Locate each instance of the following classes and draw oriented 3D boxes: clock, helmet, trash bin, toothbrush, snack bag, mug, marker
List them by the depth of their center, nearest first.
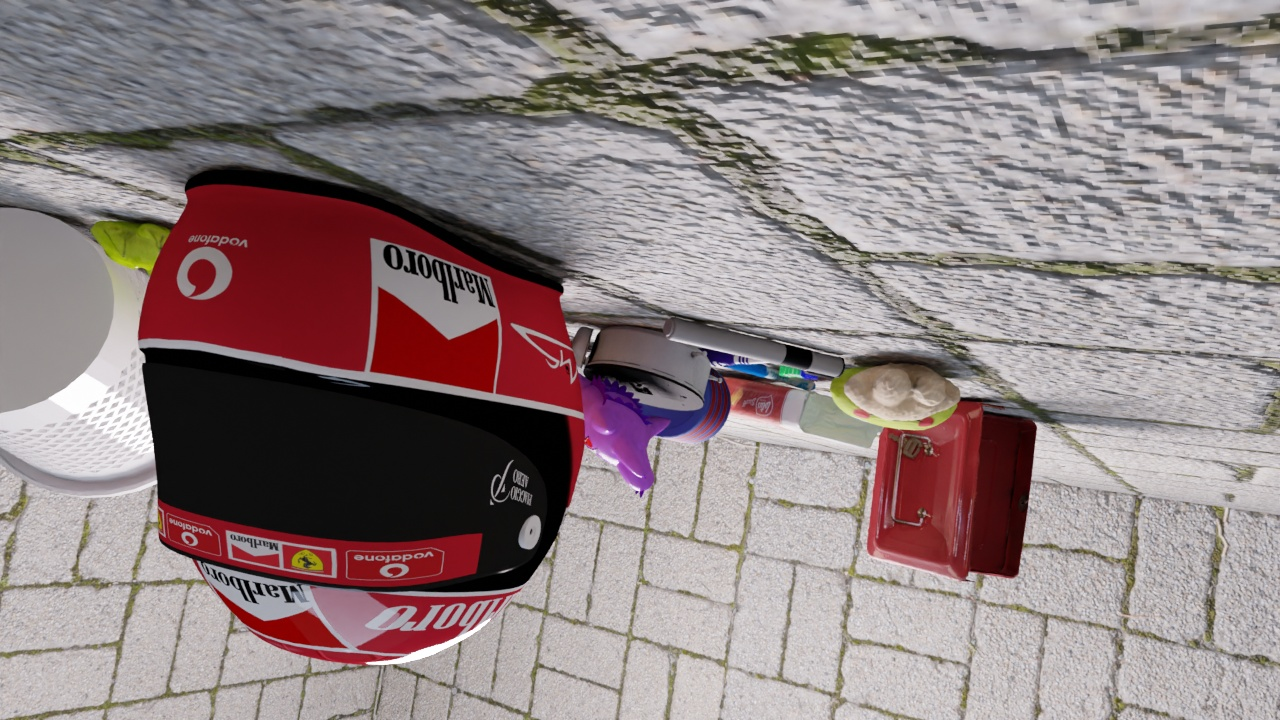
[{"bbox_3d":[-0.142,0.047,0.496,0.198,0.224,0.270,7,175,22],"label":"helmet"},{"bbox_3d":[0.079,-0.008,0.621,0.140,0.016,0.016,12,174,-26],"label":"marker"},{"bbox_3d":[-0.415,-0.009,0.657,0.195,0.195,0.200,10,165,-10],"label":"trash bin"},{"bbox_3d":[-0.004,0.004,0.703,0.123,0.035,0.094,11,164,20],"label":"clock"},{"bbox_3d":[0.051,-0.002,0.724,0.187,0.016,0.015,6,170,26],"label":"toothbrush"},{"bbox_3d":[0.112,0.012,0.782,0.013,0.013,0.141,4,173,40],"label":"marker"},{"bbox_3d":[0.018,0.026,0.806,0.112,0.075,0.076,25,180,21],"label":"mug"},{"bbox_3d":[0.124,0.043,0.841,0.077,0.041,0.225,16,179,-21],"label":"snack bag"}]

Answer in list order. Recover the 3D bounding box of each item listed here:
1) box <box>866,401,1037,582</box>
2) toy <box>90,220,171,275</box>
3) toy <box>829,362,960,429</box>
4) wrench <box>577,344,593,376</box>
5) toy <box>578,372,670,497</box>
[{"bbox_3d":[0.302,0.121,0.862,0.165,0.157,0.152,10,177,-33],"label":"box"},{"bbox_3d":[-0.290,-0.062,0.583,0.094,0.036,0.093,7,166,9],"label":"toy"},{"bbox_3d":[0.182,0.025,0.648,0.092,0.043,0.118,10,173,3],"label":"toy"},{"bbox_3d":[-0.125,0.036,0.921,0.070,0.010,0.274,29,143,-33],"label":"wrench"},{"bbox_3d":[-0.018,0.047,0.687,0.088,0.056,0.106,43,-172,-45],"label":"toy"}]
